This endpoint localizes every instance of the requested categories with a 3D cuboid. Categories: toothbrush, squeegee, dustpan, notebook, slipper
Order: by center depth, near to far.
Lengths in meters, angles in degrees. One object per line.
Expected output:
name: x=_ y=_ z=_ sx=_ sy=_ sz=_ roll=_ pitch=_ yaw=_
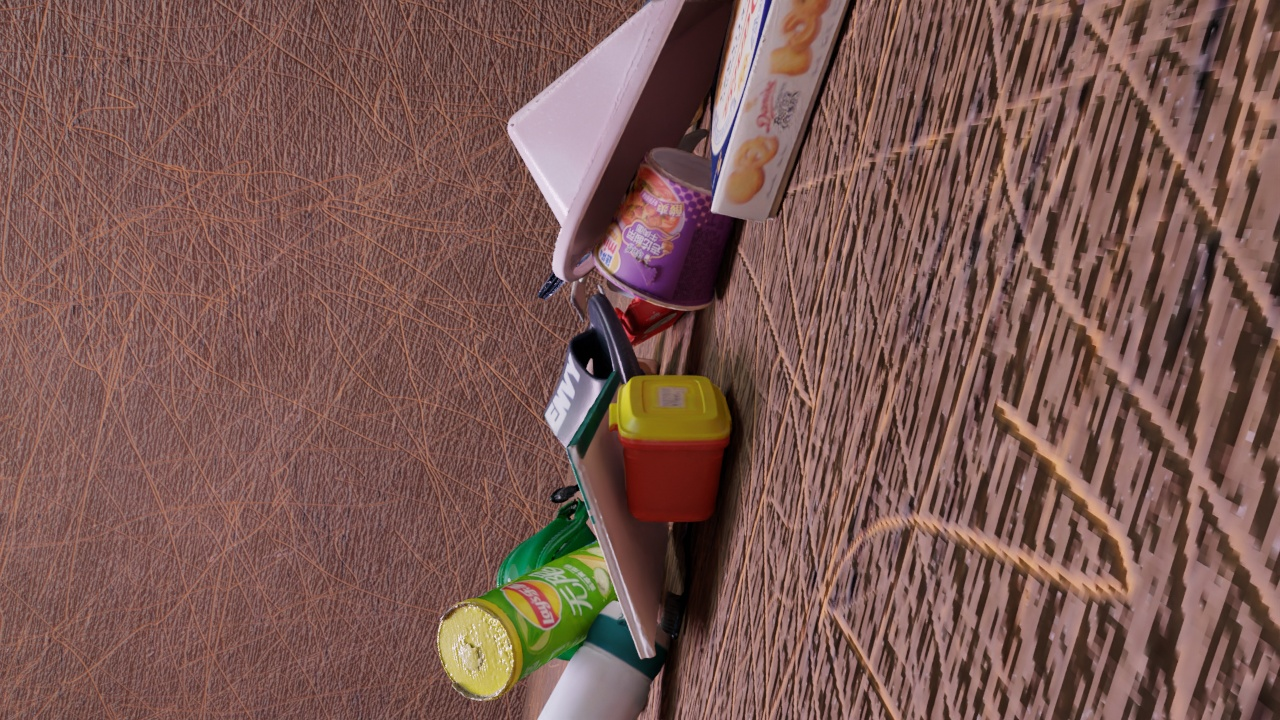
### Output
notebook: x=-0.009 y=0.099 z=0.672 sx=0.209 sy=0.012 sz=0.150 roll=-66 pitch=-42 yaw=-77
toothbrush: x=0.036 y=0.109 z=0.680 sx=0.014 sy=0.017 sz=0.188 roll=108 pitch=172 yaw=-74
dustpan: x=0.015 y=-0.190 z=0.757 sx=0.274 sy=0.139 sz=0.221 roll=-28 pitch=7 yaw=30
slipper: x=-0.040 y=0.073 z=0.839 sx=0.110 sy=0.083 sz=0.268 roll=-124 pitch=26 yaw=-58
toothbrush: x=-0.037 y=0.118 z=0.947 sx=0.016 sy=0.014 sz=0.189 roll=-34 pitch=-9 yaw=28
squeegee: x=-0.011 y=-0.160 z=0.997 sx=0.246 sy=0.039 sz=0.246 roll=-54 pitch=0 yaw=-2

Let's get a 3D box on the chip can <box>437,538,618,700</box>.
chip can: x=-0.064 y=0.195 z=0.733 sx=0.220 sy=0.073 sz=0.072 roll=-8 pitch=-68 yaw=-60

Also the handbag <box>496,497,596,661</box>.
handbag: x=-0.063 y=0.212 z=0.867 sx=0.068 sy=0.131 sz=0.119 roll=-14 pitch=25 yaw=40

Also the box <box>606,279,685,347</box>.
box: x=0.004 y=-0.076 z=0.918 sx=0.091 sy=0.094 sz=0.201 roll=61 pitch=171 yaw=3

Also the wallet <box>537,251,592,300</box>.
wallet: x=-0.058 y=-0.120 z=0.930 sx=0.121 sy=0.019 sz=0.097 roll=-40 pitch=17 yaw=53

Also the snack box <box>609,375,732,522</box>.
snack box: x=0.019 y=0.060 z=0.628 sx=0.091 sy=0.082 sz=0.080 roll=-92 pitch=4 yaw=-68

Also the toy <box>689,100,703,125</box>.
toy: x=0.034 y=-0.272 z=0.968 sx=0.157 sy=0.066 sz=0.105 roll=-58 pitch=4 yaw=11

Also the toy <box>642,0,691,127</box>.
toy: x=0.020 y=-0.322 z=1.050 sx=0.137 sy=0.091 sz=0.357 roll=-30 pitch=-30 yaw=-45

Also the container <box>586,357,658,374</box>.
container: x=-0.032 y=0.060 z=1.076 sx=0.090 sy=0.090 sz=0.110 roll=117 pitch=160 yaw=-70

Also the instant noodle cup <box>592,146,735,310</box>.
instant noodle cup: x=0.026 y=-0.111 z=0.742 sx=0.111 sy=0.111 sz=0.099 roll=-89 pitch=18 yaw=-58

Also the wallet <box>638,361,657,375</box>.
wallet: x=-0.010 y=0.042 z=0.958 sx=0.115 sy=0.024 sz=0.087 roll=24 pitch=-105 yaw=-62

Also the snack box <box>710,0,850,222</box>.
snack box: x=0.087 y=-0.216 z=0.600 sx=0.182 sy=0.046 sz=0.178 roll=-85 pitch=7 yaw=-48

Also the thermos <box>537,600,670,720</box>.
thermos: x=-0.051 y=0.285 z=0.670 sx=0.223 sy=0.073 sz=0.073 roll=-59 pitch=-2 yaw=-20

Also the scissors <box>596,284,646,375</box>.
scissors: x=-0.007 y=0.011 z=0.869 sx=0.128 sy=0.012 sz=0.173 roll=85 pitch=158 yaw=-48
